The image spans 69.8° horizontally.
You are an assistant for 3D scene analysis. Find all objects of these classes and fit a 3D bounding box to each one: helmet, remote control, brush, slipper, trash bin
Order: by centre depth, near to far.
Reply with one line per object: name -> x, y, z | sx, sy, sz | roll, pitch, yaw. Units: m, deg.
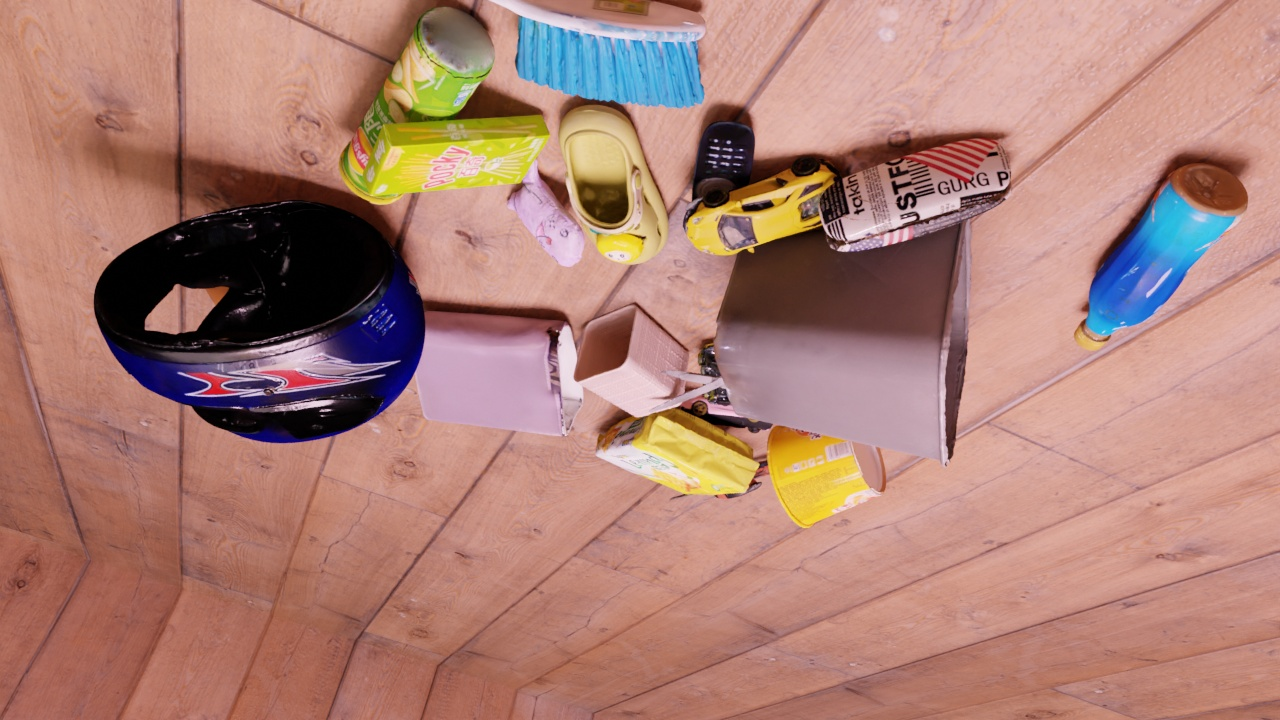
brush -> -0.097, -0.278, 0.739 | 0.314, 0.060, 0.110 | 8, 140, 1
remote control -> 0.077, -0.177, 0.862 | 0.053, 0.024, 0.137 | 6, 147, 0
slipper -> -0.033, -0.154, 0.886 | 0.092, 0.081, 0.191 | 3, 143, 19
trash bin -> 0.205, -0.024, 0.907 | 0.220, 0.198, 0.199 | 5, 146, 24
helmet -> -0.399, -0.024, 1.015 | 0.315, 0.247, 0.241 | -14, 146, -20

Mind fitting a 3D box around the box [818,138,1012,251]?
box -> 0.244, -0.133, 0.813 | 0.164, 0.074, 0.081 | -16, 148, 13

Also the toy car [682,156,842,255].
toy car -> 0.117, -0.139, 0.861 | 0.156, 0.041, 0.071 | -17, 140, 6

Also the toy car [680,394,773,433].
toy car -> 0.112, 0.068, 1.195 | 0.122, 0.037, 0.056 | 7, 159, 9

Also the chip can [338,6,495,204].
chip can -> -0.208, -0.228, 0.841 | 0.072, 0.072, 0.222 | 28, 143, -22

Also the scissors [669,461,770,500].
scissors -> 0.125, 0.178, 1.320 | 0.222, 0.015, 0.189 | -24, 180, 13

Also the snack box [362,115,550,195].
snack box -> -0.169, -0.189, 0.844 | 0.156, 0.026, 0.086 | -13, 165, -33

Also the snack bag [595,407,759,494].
snack bag -> 0.045, 0.124, 1.243 | 0.158, 0.068, 0.247 | 27, 162, -14

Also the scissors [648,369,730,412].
scissors -> 0.094, 0.026, 1.086 | 0.181, 0.014, 0.159 | -32, 139, 5

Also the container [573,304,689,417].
container -> -0.007, 0.006, 1.105 | 0.090, 0.090, 0.111 | -19, 138, 38

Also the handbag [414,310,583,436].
handbag -> -0.180, 0.009, 1.156 | 0.197, 0.098, 0.145 | 5, 130, 13

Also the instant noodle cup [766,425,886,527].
instant noodle cup -> 0.242, 0.133, 1.175 | 0.110, 0.137, 0.138 | -22, 134, 29

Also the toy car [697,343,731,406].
toy car -> 0.100, 0.015, 1.130 | 0.048, 0.032, 0.105 | 2, 136, 16

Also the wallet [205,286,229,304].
wallet -> -0.514, -0.072, 1.214 | 0.108, 0.031, 0.132 | 11, 148, 5

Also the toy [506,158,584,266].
toy -> -0.092, -0.144, 0.928 | 0.108, 0.038, 0.084 | 54, 146, 12

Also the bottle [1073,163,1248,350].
bottle -> 0.458, -0.081, 0.836 | 0.065, 0.065, 0.219 | 11, 146, 3
